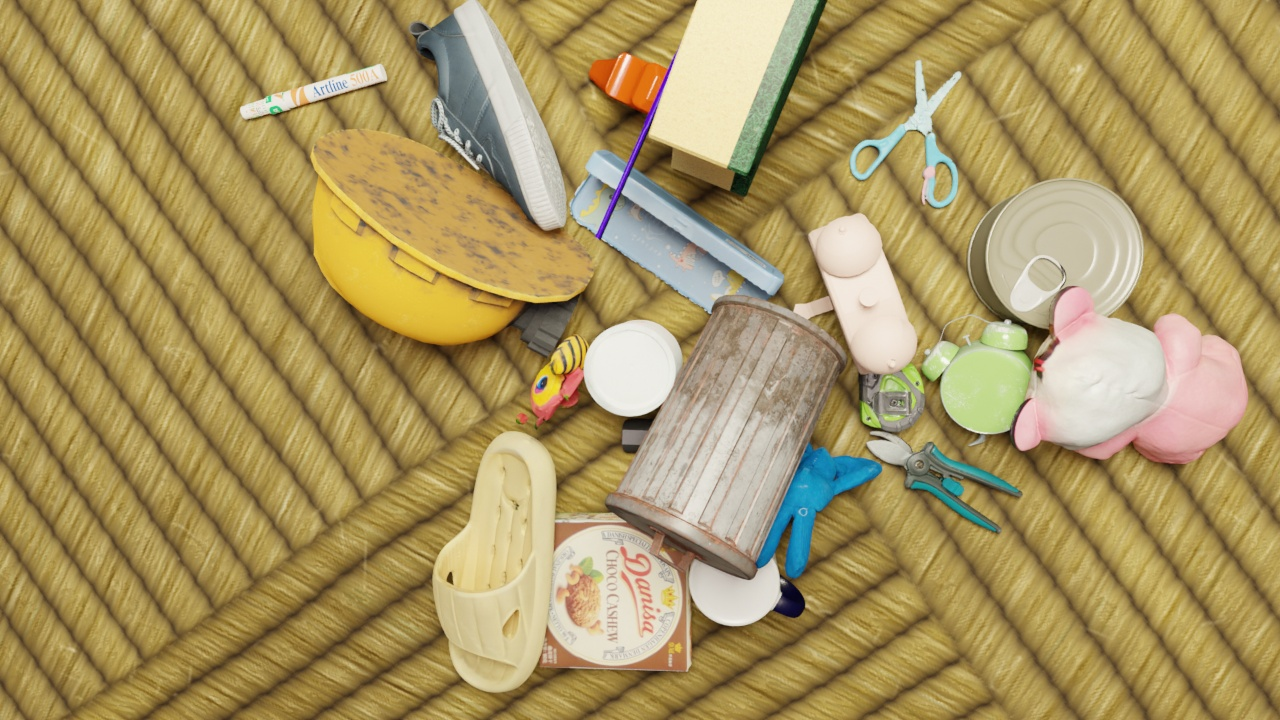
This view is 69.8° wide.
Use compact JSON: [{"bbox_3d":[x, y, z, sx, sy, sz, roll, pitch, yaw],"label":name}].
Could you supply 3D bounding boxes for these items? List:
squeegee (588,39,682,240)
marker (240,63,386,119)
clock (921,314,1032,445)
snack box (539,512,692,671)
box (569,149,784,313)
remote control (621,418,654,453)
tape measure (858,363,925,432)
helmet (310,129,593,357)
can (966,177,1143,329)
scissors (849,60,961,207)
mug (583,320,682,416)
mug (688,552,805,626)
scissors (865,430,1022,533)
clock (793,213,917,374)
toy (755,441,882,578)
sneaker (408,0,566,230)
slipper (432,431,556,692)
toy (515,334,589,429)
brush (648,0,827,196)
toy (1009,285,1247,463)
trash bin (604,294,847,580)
[{"bbox_3d":[-0.004,-0.237,0.786,0.055,0.185,0.250,18,105,-30],"label":"squeegee"},{"bbox_3d":[-0.317,-0.259,0.887,0.145,0.017,0.017,-14,92,6],"label":"marker"},{"bbox_3d":[0.309,0.016,0.821,0.095,0.042,0.119,-25,93,26],"label":"clock"},{"bbox_3d":[-0.025,0.220,0.879,0.147,0.041,0.143,-1,93,6],"label":"snack box"},{"bbox_3d":[0.027,-0.105,0.845,0.210,0.072,0.079,36,110,1],"label":"box"},{"bbox_3d":[0.056,0.074,0.875,0.147,0.015,0.033,2,94,5],"label":"remote control"},{"bbox_3d":[0.231,0.034,0.844,0.059,0.036,0.065,-5,93,5],"label":"tape measure"},{"bbox_3d":[-0.184,-0.084,0.814,0.255,0.204,0.132,28,117,-10],"label":"helmet"},{"bbox_3d":[0.359,-0.091,0.805,0.128,0.073,0.128,0,94,5],"label":"can"},{"bbox_3d":[0.242,-0.207,0.842,0.120,0.015,0.138,-5,87,5],"label":"scissors"},{"bbox_3d":[-0.005,0.005,0.831,0.082,0.105,0.082,0,93,5],"label":"mug"},{"bbox_3d":[0.099,0.196,0.838,0.112,0.097,0.079,30,96,3],"label":"mug"},{"bbox_3d":[0.282,0.113,0.854,0.131,0.019,0.149,-17,93,6],"label":"scissors"},{"bbox_3d":[0.178,-0.052,0.781,0.086,0.160,0.131,-21,92,5],"label":"clock"},{"bbox_3d":[0.142,0.110,0.802,0.113,0.175,0.071,18,126,20],"label":"toy"},{"bbox_3d":[-0.141,-0.216,0.833,0.087,0.089,0.235,-25,79,9],"label":"sneaker"},{"bbox_3d":[-0.139,0.195,0.848,0.111,0.079,0.261,17,101,31],"label":"slipper"},{"bbox_3d":[-0.075,0.019,0.847,0.046,0.084,0.104,39,132,7],"label":"toy"},{"bbox_3d":[0.088,-0.243,0.732,0.075,0.250,0.195,23,98,3],"label":"brush"},{"bbox_3d":[0.405,0.024,0.765,0.213,0.084,0.142,14,110,-22],"label":"toy"},{"bbox_3d":[0.068,0.068,0.742,0.131,0.131,0.210,27,76,3],"label":"trash bin"}]
